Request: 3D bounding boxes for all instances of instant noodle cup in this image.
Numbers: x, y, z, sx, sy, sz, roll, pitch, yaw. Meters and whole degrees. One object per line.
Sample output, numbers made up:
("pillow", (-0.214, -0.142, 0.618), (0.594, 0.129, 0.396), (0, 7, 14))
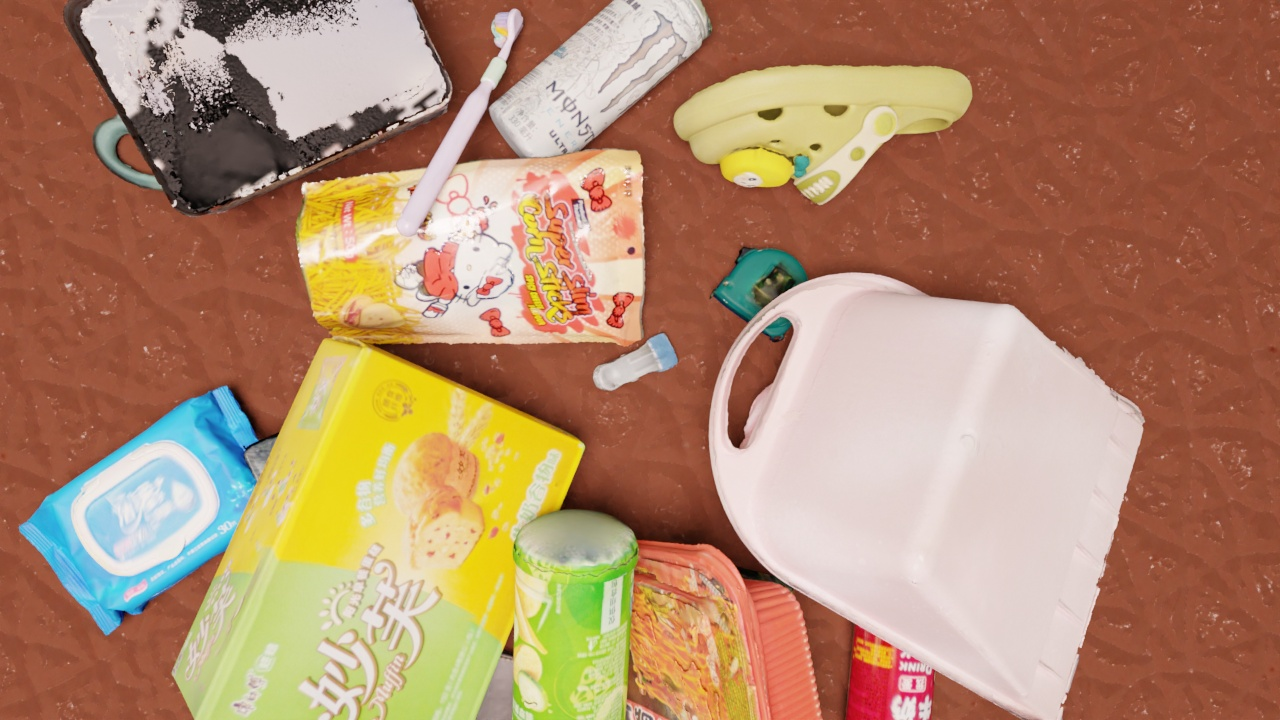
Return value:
("instant noodle cup", (0.040, 0.194, 0.547), (0.079, 0.165, 0.189), (-10, 90, -32))

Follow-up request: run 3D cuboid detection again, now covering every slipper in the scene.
("slipper", (0.118, -0.142, 0.583), (0.190, 0.091, 0.081), (-6, 91, -5))

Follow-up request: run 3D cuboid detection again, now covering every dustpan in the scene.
("dustpan", (0.180, 0.067, 0.576), (0.273, 0.139, 0.222), (40, 69, -36))

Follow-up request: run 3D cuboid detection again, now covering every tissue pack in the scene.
("tissue pack", (-0.305, 0.095, 0.579), (0.157, 0.052, 0.095), (-35, 90, -2))

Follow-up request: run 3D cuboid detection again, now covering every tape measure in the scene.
("tape measure", (0.083, -0.047, 0.609), (0.058, 0.025, 0.054), (36, 89, -1))

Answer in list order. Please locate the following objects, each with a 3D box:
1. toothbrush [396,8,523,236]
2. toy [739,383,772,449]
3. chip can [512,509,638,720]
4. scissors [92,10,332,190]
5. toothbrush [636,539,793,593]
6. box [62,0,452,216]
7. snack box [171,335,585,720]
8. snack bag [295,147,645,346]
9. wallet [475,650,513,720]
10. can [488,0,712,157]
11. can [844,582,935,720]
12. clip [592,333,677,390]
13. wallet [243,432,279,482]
("toothbrush", (-0.109, -0.149, 0.562), (0.021, 0.029, 0.188), (27, 57, -17))
("toy", (0.140, 0.074, 0.597), (0.159, 0.054, 0.121), (15, 85, -9))
("chip can", (-0.041, 0.197, 0.539), (0.072, 0.072, 0.221), (3, 105, -2))
("scissors", (-0.281, -0.193, 0.605), (0.172, 0.019, 0.179), (-11, 88, -1))
("toothbrush", (0.013, 0.126, 0.607), (0.186, 0.017, 0.012), (16, 51, -2))
("box", (-0.245, -0.228, 0.550), (0.178, 0.124, 0.274), (-28, 83, -9))
("snack box", (-0.144, 0.111, 0.531), (0.157, 0.070, 0.210), (28, 79, -35))
("snack bag", (-0.101, -0.065, 0.580), (0.208, 0.073, 0.129), (-3, 113, -2))
("wallet", (-0.100, 0.251, 0.600), (0.096, 0.020, 0.122), (17, 87, -7))
("can", (-0.026, -0.185, 0.593), (0.146, 0.058, 0.058), (-41, 90, -2))
("can", (0.162, 0.201, 0.591), (0.053, 0.053, 0.132), (6, 88, -2))
("clip", (-0.004, 0.003, 0.610), (0.057, 0.030, 0.025), (-26, 92, -12))
("wallet", (-0.180, 0.090, 0.580), (0.097, 0.019, 0.121), (-25, 87, -30))
